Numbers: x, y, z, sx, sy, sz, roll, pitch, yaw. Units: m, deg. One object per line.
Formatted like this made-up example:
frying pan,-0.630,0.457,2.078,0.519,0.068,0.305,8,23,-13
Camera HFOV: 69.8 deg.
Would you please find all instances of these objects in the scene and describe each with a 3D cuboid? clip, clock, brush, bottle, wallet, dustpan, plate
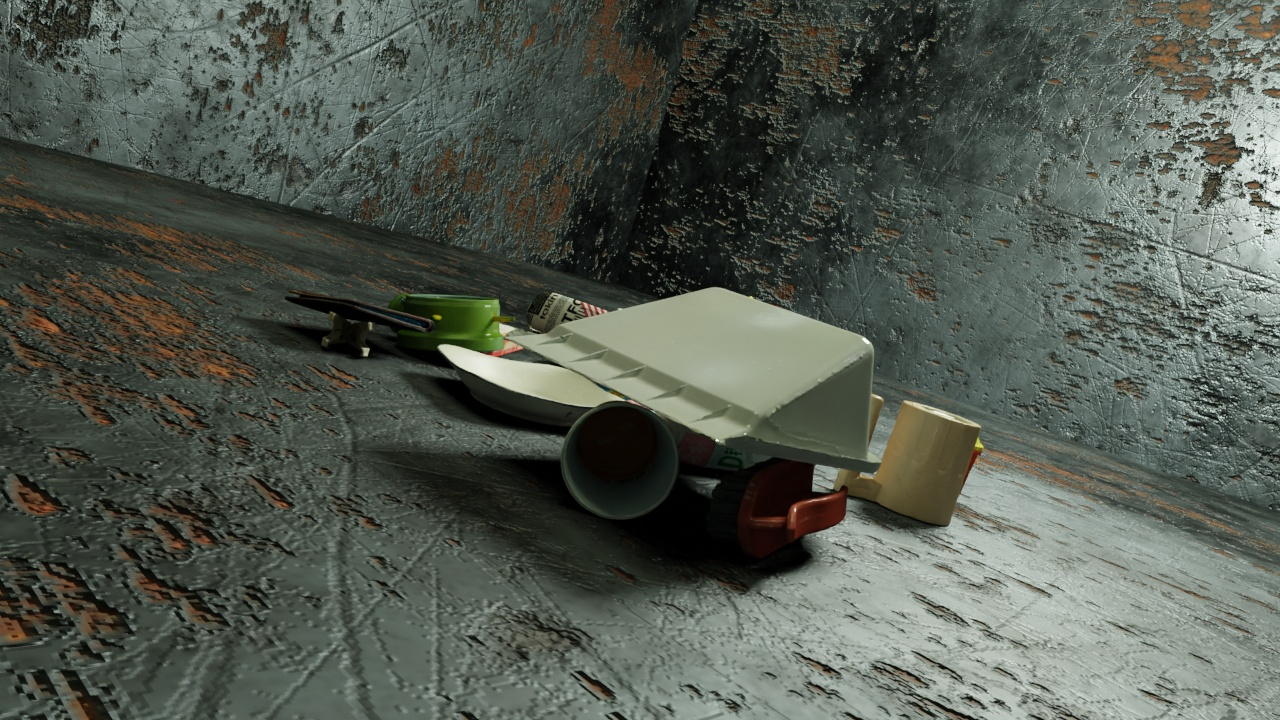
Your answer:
clip,-0.299,-0.031,0.901,0.082,0.035,0.105,13,3,-33
clock,-0.216,-0.044,1.020,0.116,0.056,0.161,0,6,-33
brush,0.101,0.102,0.646,0.069,0.063,0.145,5,2,26
bottle,0.072,0.068,0.853,0.196,0.068,0.068,10,9,-25
wallet,-0.282,-0.051,0.923,0.122,0.020,0.096,9,-3,37
dustpan,0.066,0.041,0.705,0.257,0.143,0.223,-22,33,-38
plate,-0.104,0.029,0.870,0.164,0.034,0.164,12,8,-35

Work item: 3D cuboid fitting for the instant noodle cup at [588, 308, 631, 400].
instant noodle cup,-0.006,0.006,0.972,0.099,0.110,0.099,16,6,-2

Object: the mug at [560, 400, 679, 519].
mug,-0.015,0.063,0.661,0.078,0.078,0.123,16,2,-3

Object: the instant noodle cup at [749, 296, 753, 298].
instant noodle cup,0.092,0.004,1.060,0.110,0.138,0.138,-13,2,11

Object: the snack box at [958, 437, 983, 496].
snack box,0.338,0.112,1.060,0.091,0.080,0.082,18,8,13

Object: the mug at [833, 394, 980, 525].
mug,0.266,0.096,0.918,0.124,0.103,0.084,16,7,-8

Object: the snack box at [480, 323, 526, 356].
snack box,-0.198,-0.031,1.160,0.075,0.025,0.152,18,7,5

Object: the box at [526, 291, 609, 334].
box,-0.090,-0.039,1.355,0.163,0.076,0.088,19,-18,19
